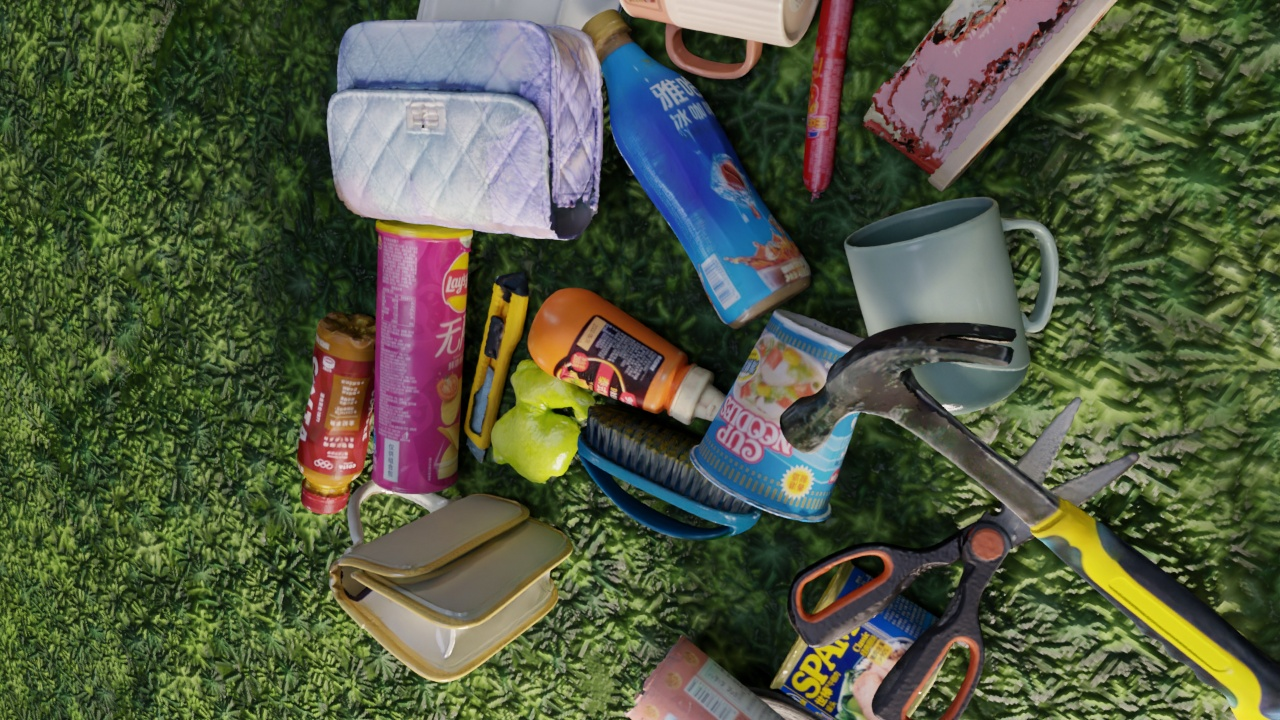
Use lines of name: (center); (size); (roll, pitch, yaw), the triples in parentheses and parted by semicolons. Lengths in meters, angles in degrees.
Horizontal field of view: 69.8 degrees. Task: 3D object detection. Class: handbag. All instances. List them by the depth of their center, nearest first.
handbag: (-0.121, -0.154, 0.607); (0.194, 0.075, 0.134); (10, 108, 31)
handbag: (-0.156, 0.140, 0.692); (0.179, 0.163, 0.063); (29, 111, 19)

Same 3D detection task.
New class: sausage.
sausage: (0.115, -0.175, 0.560); (0.020, 0.020, 0.156); (12, 107, 25)

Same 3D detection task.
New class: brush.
brush: (0.018, 0.085, 0.650); (0.144, 0.055, 0.074); (22, 111, 21)

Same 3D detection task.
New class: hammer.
hammer: (0.237, 0.095, 0.498); (0.323, 0.031, 0.126); (38, 131, -5)

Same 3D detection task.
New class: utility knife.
utility knife: (-0.116, 0.007, 0.723); (0.033, 0.015, 0.168); (25, 112, 23)

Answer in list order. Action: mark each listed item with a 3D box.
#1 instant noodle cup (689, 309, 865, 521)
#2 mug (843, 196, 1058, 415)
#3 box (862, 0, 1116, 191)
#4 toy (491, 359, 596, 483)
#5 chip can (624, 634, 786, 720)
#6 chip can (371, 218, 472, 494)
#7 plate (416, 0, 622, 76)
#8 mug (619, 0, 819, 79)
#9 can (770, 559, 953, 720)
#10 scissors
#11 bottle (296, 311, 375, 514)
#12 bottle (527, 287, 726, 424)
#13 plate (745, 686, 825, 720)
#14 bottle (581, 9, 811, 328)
instant noodle cup: (0.096, 0.030, 0.581); (0.099, 0.099, 0.110); (26, 104, 20)
mug: (0.184, -0.034, 0.522); (0.112, 0.082, 0.106); (-19, 104, 1)
box: (0.190, -0.179, 0.478); (0.077, 0.091, 0.169); (42, 117, 9)
toy: (-0.075, 0.049, 0.704); (0.097, 0.031, 0.100); (-1, 101, 26)
chip can: (0.093, 0.281, 0.622); (0.215, 0.071, 0.071); (36, 115, 15)
chip can: (-0.173, -0.004, 0.719); (0.071, 0.071, 0.211); (14, 109, 24)
plate: (-0.097, -0.242, 0.644); (0.162, 0.034, 0.266); (28, 113, 19)
mug: (0.049, -0.225, 0.553); (0.106, 0.081, 0.115); (21, 137, 20)
can: (0.147, 0.197, 0.610); (0.083, 0.057, 0.102); (30, 114, 16)
scissors: (0.200, 0.130, 0.552); (0.227, 0.021, 0.198); (-14, 86, 10)
bottle: (-0.257, 0.048, 0.782); (0.057, 0.057, 0.175); (25, 112, 20)
bottle: (-0.004, 0.004, 0.643); (0.149, 0.066, 0.067); (27, 113, 12)
plate: (0.098, 0.320, 0.684); (0.180, 0.024, 0.179); (7, 106, 25)
bottle: (0.029, -0.126, 0.590); (0.065, 0.065, 0.218); (-34, 85, 29)
